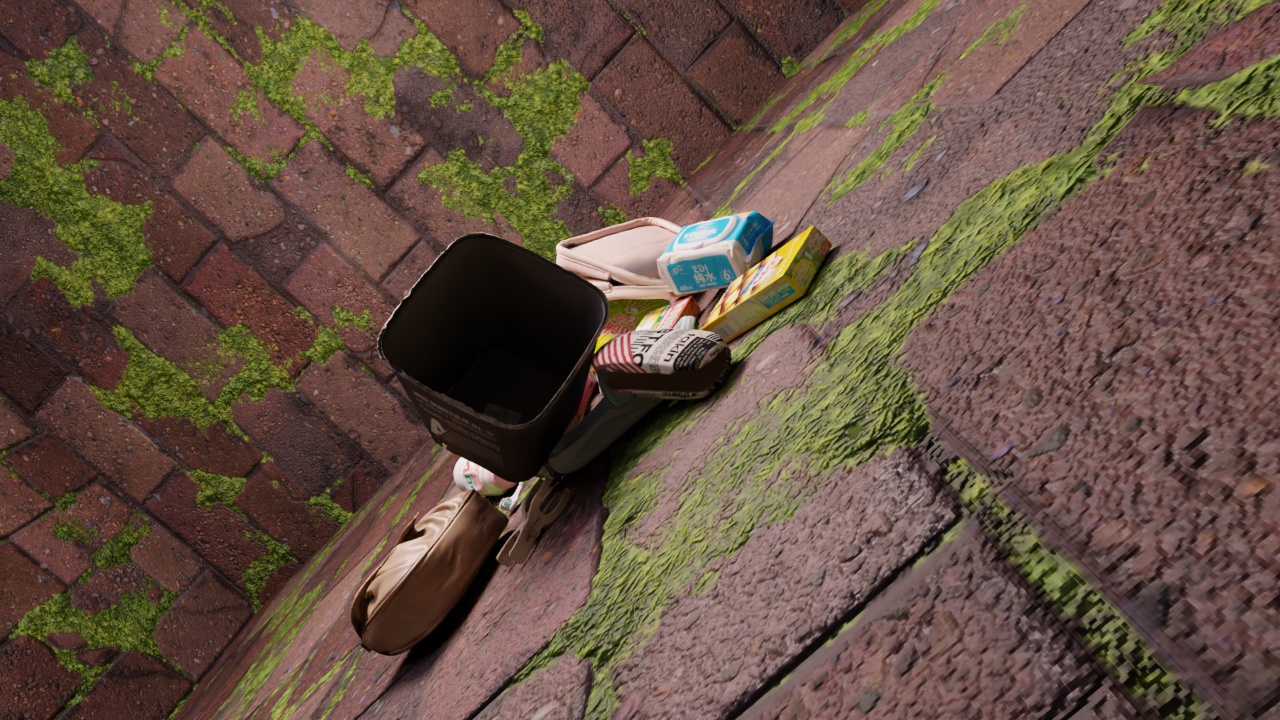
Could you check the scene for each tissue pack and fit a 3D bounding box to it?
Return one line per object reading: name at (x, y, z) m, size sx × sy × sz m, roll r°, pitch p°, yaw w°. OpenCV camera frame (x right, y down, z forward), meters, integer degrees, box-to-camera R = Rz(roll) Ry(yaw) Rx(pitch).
tissue pack at (0.094, -0.136, 1.142) m, size 0.140 × 0.063 × 0.089 m, roll -6°, pitch 35°, yaw 38°

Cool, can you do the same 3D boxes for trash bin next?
trash bin at (-0.158, 0.014, 1.032) m, size 0.198 × 0.199 × 0.220 m, roll -58°, pitch -11°, yaw -28°

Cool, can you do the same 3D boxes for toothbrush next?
toothbrush at (-0.132, 0.112, 1.200) m, size 0.029 × 0.021 × 0.188 m, roll 2°, pitch 57°, yaw 43°

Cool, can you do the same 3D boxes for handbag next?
handbag at (-0.239, 0.232, 1.031) m, size 0.148 × 0.100 × 0.204 m, roll -45°, pitch 6°, yaw 28°
handbag at (0.014, -0.129, 1.282) m, size 0.192 × 0.093 × 0.234 m, roll -24°, pitch 26°, yaw -34°

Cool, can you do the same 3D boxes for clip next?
clip at (-0.109, 0.166, 0.956) m, size 0.077 × 0.034 × 0.103 m, roll -35°, pitch 19°, yaw 47°

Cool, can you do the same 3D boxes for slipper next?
slipper at (-0.026, 0.031, 1.032) m, size 0.246 × 0.074 × 0.104 m, roll -44°, pitch 9°, yaw 19°

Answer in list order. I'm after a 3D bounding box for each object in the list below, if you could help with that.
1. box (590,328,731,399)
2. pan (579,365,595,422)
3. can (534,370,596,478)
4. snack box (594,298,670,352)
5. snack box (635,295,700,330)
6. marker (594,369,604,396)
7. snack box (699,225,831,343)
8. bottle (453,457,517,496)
box at (0.025, 0.007, 0.917) m, size 0.164 × 0.076 × 0.075 m, roll -3°, pitch 37°, yaw 47°
pan at (-0.086, 0.037, 1.345) m, size 0.198 × 0.078 × 0.356 m, roll -46°, pitch 3°, yaw 20°
can at (-0.108, 0.074, 1.165) m, size 0.058 × 0.058 × 0.147 m, roll -32°, pitch 29°, yaw 55°
snack box at (-0.026, -0.043, 1.313) m, size 0.156 × 0.086 × 0.026 m, roll -54°, pitch -28°, yaw -43°
snack box at (0.017, -0.022, 1.156) m, size 0.077 × 0.027 × 0.155 m, roll -20°, pitch 23°, yaw 35°
marker at (-0.048, 0.024, 1.177) m, size 0.017 × 0.017 × 0.145 m, roll -48°, pitch -12°, yaw -11°
snack box at (0.127, -0.073, 0.941) m, size 0.141 × 0.034 × 0.086 m, roll -31°, pitch 18°, yaw 50°
bottle at (-0.218, 0.165, 1.330) m, size 0.068 × 0.068 × 0.197 m, roll -50°, pitch 14°, yaw -20°
